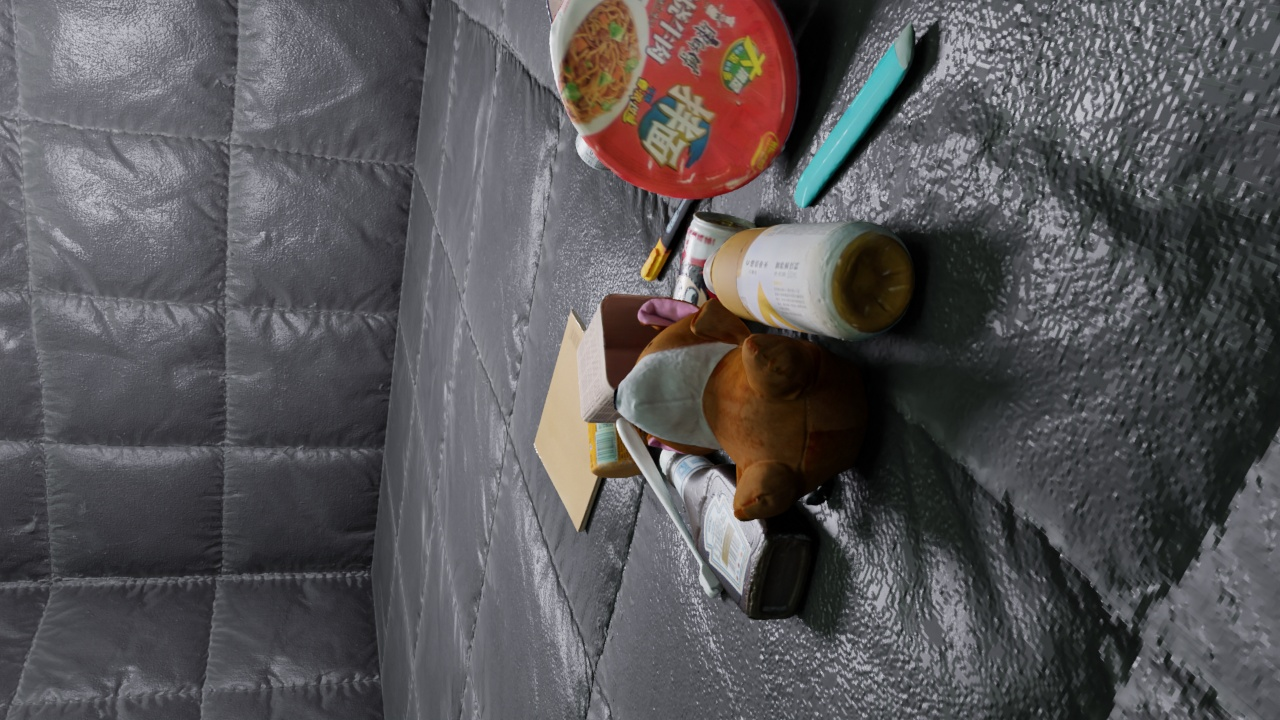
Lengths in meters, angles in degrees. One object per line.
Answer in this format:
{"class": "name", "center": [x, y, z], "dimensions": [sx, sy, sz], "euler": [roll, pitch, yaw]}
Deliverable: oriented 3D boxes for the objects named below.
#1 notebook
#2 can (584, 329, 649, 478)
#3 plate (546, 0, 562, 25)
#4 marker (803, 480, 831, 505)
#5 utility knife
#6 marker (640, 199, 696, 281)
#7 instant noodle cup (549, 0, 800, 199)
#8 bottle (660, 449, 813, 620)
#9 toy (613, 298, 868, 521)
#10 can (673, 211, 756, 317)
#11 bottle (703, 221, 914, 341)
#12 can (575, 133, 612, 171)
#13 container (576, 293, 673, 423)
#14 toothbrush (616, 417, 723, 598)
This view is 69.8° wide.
{"class": "notebook", "center": [-0.073, 0.070, 1.043], "dimensions": [0.149, 0.012, 0.212], "euler": [56, 139, 40]}
{"class": "can", "center": [-0.024, 0.040, 0.899], "dimensions": [0.058, 0.058, 0.146], "euler": [137, 132, -61]}
{"class": "plate", "center": [-0.001, -0.268, 0.782], "dimensions": [0.205, 0.045, 0.205], "euler": [37, 144, 32]}
{"class": "marker", "center": [0.101, 0.042, 0.635], "dimensions": [0.023, 0.018, 0.130], "euler": [-45, 43, 31]}
{"class": "utility knife", "center": [0.134, -0.148, 0.583], "dimensions": [0.152, 0.012, 0.029], "euler": [123, 146, -56]}
{"class": "marker", "center": [0.028, -0.117, 0.846], "dimensions": [0.124, 0.015, 0.018], "euler": [121, 141, -47]}
{"class": "instant noodle cup", "center": [0.032, -0.219, 0.676], "dimensions": [0.065, 0.194, 0.194], "euler": [-54, -6, -44]}
{"class": "bottle", "center": [0.063, 0.113, 0.689], "dimensions": [0.195, 0.044, 0.080], "euler": [-134, 51, -63]}
{"class": "toy", "center": [0.049, 0.027, 0.602], "dimensions": [0.200, 0.130, 0.140], "euler": [-150, 62, -62]}
{"class": "can", "center": [0.052, -0.046, 0.720], "dimensions": [0.053, 0.053, 0.133], "euler": [-128, 45, -59]}
{"class": "bottle", "center": [0.096, -0.054, 0.590], "dimensions": [0.190, 0.068, 0.068], "euler": [-161, 75, -68]}
{"class": "can", "center": [-0.017, -0.254, 0.918], "dimensions": [0.147, 0.058, 0.058], "euler": [129, 139, -57]}
{"class": "container", "center": [-0.005, 0.005, 0.819], "dimensions": [0.111, 0.089, 0.090], "euler": [130, 138, -63]}
{"class": "toothbrush", "center": [0.021, 0.120, 0.773], "dimensions": [0.180, 0.016, 0.016], "euler": [59, 150, 30]}
